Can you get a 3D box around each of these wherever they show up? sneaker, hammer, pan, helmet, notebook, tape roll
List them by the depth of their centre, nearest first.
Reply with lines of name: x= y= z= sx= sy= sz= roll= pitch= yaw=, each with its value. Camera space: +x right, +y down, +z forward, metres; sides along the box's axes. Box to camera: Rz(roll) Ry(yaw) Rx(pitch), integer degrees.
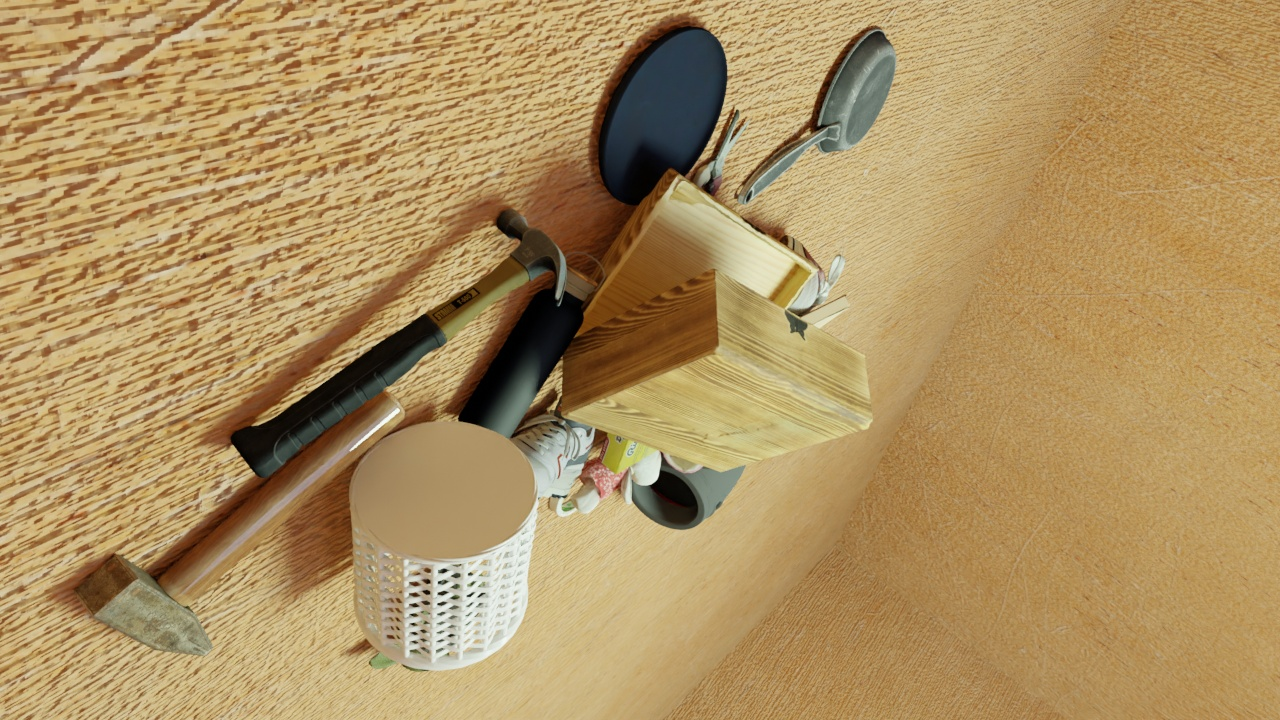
hammer: x=-0.204 y=-0.013 z=0.815 sx=0.332 sy=0.118 sz=0.025 roll=-39 pitch=150 yaw=-19
hammer: x=-0.336 y=0.138 z=0.841 sx=0.300 sy=0.037 sz=0.158 roll=-44 pitch=154 yaw=-20
pan: x=0.018 y=-0.205 z=1.043 sx=0.198 sy=0.021 sz=0.357 roll=-36 pitch=148 yaw=-33
sneaker: x=-0.117 y=0.102 z=1.149 sx=0.124 sy=0.089 sz=0.239 roll=-58 pitch=165 yaw=-2
pan: x=0.261 y=-0.331 z=1.309 sx=0.356 sy=0.055 sz=0.187 roll=-49 pitch=156 yaw=-22
notebook: x=0.202 y=-0.027 z=1.361 sx=0.167 sy=0.024 sz=0.226 roll=-26 pitch=173 yaw=-13
sneaker: x=0.243 y=-0.116 z=1.367 sx=0.118 sy=0.088 sz=0.240 roll=-54 pitch=-169 yaw=23
tape roll: x=-0.097 y=0.191 z=1.369 sx=0.093 sy=0.018 sz=0.094 roll=-41 pitch=153 yaw=-27
helmet: x=0.086 y=0.146 z=1.464 sx=0.169 sy=0.164 sz=0.265 roll=-53 pitch=173 yaw=-33

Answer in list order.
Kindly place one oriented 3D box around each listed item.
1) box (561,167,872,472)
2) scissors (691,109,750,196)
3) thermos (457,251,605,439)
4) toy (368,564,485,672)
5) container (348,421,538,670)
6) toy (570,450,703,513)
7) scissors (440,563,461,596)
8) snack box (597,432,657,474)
box: x=0.071 y=-0.036 z=1.080 sx=0.270 sy=0.263 sz=0.279 roll=-25 pitch=146 yaw=38
scissors: x=0.076 y=-0.213 z=1.156 sx=0.178 sy=0.015 sz=0.195 roll=-38 pitch=151 yaw=-32
thermos: x=-0.115 y=-0.016 z=1.009 sx=0.231 sy=0.061 sz=0.061 roll=-57 pitch=156 yaw=6
toy: x=-0.260 y=0.337 z=1.190 sx=0.153 sy=0.078 sz=0.179 roll=-58 pitch=158 yaw=10
container: x=-0.207 y=0.193 z=0.965 sx=0.188 sy=0.189 sz=0.187 roll=-33 pitch=147 yaw=-40
toy: x=-0.016 y=0.151 z=1.327 sx=0.193 sy=0.159 sz=0.084 roll=-34 pitch=131 yaw=-26
scissors: x=-0.209 y=0.203 z=1.139 sx=0.157 sy=0.013 sz=0.169 roll=-43 pitch=143 yaw=-55
snack box: x=0.028 y=0.072 z=1.268 sx=0.180 sy=0.045 sz=0.121 roll=-25 pitch=145 yaw=-43
